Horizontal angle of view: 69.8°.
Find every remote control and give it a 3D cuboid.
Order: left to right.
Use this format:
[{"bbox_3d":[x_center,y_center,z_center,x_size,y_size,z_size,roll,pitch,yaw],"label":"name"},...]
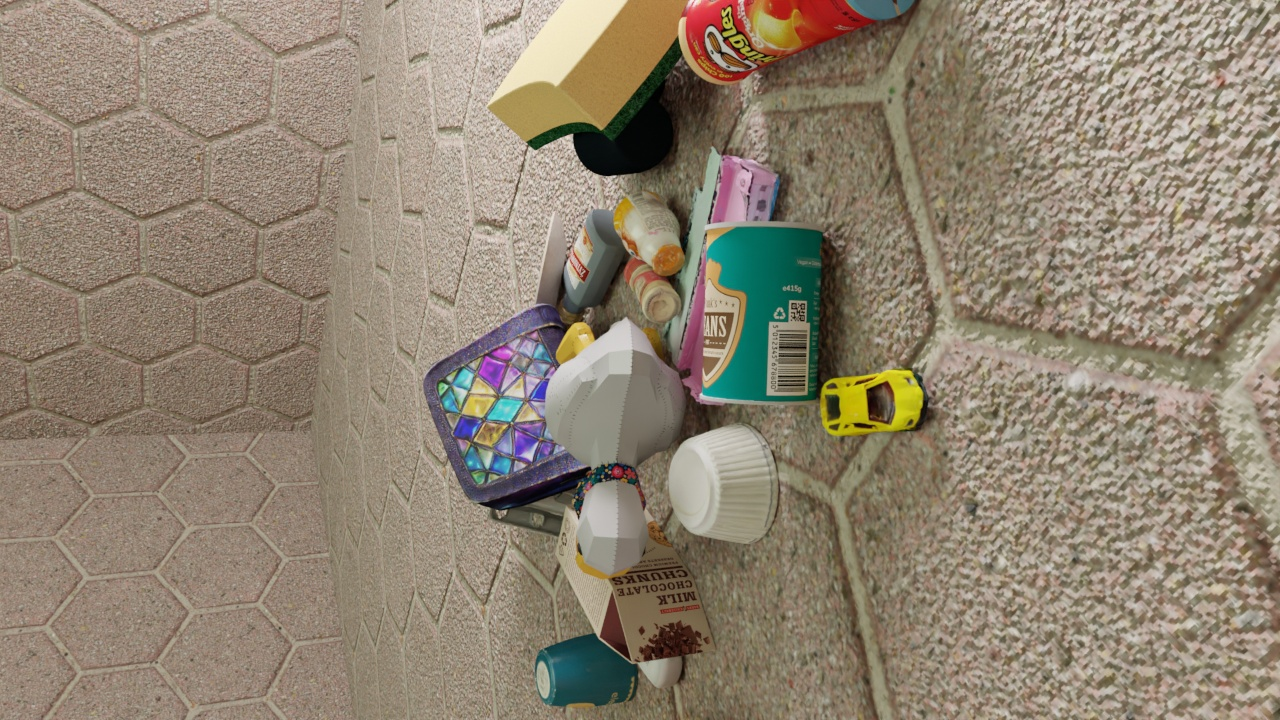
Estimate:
[{"bbox_3d":[0.011,0.311,1.020,0.114,0.028,0.060,46,130,53],"label":"remote control"}]

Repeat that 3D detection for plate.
[{"bbox_3d":[-0.122,-0.104,1.233,0.189,0.027,0.188,-171,92,-84],"label":"plate"}]

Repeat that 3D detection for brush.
[{"bbox_3d":[-0.046,-0.328,0.975,0.195,0.075,0.250,-55,27,-8],"label":"brush"}]

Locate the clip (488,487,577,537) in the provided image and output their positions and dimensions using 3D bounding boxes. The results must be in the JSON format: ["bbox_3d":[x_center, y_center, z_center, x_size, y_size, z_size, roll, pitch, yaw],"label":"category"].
[{"bbox_3d":[-0.119,0.153,1.186,0.082,0.125,0.147,122,164,-56],"label":"clip"}]

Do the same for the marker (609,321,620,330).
[{"bbox_3d":[-0.006,0.006,1.058,0.025,0.025,0.125,-63,37,41],"label":"marker"}]

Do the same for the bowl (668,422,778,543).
[{"bbox_3d":[0.071,0.117,0.866,0.115,0.062,0.115,-1,89,63],"label":"bowl"}]

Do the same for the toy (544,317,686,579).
[{"bbox_3d":[-0.025,0.070,0.908,0.267,0.141,0.247,-93,10,-45],"label":"toy"}]

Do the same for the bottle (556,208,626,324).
[{"bbox_3d":[-0.066,-0.109,1.150,0.162,0.046,0.072,-60,40,44],"label":"bottle"}]

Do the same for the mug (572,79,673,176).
[{"bbox_3d":[-0.009,-0.264,1.016,0.121,0.085,0.094,-61,28,-7],"label":"mug"}]

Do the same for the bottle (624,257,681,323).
[{"bbox_3d":[0.012,-0.077,0.980,0.109,0.044,0.044,-114,33,-62],"label":"bottle"}]

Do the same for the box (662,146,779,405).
[{"bbox_3d":[0.068,-0.090,0.908,0.159,0.035,0.231,-126,44,-60],"label":"box"}]

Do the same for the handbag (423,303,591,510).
[{"bbox_3d":[-0.125,0.058,1.100,0.125,0.222,0.204,67,178,-75],"label":"handbag"}]

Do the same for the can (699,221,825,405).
[{"bbox_3d":[0.101,-0.039,0.768,0.099,0.099,0.144,7,96,63],"label":"can"}]

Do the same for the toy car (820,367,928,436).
[{"bbox_3d":[0.176,0.033,0.701,0.107,0.030,0.049,-17,74,60],"label":"toy car"}]

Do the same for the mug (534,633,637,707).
[{"bbox_3d":[-0.074,0.376,1.103,0.112,0.104,0.084,-43,52,54],"label":"mug"}]

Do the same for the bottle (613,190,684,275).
[{"bbox_3d":[0.013,-0.133,0.974,0.108,0.063,0.063,-116,37,-47],"label":"bottle"}]

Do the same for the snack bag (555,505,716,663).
[{"bbox_3d":[-0.007,0.242,0.984,0.206,0.094,0.070,50,133,51],"label":"snack bag"}]

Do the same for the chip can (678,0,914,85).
[{"bbox_3d":[0.121,-0.290,0.747,0.214,0.087,0.087,6,95,62],"label":"chip can"}]
